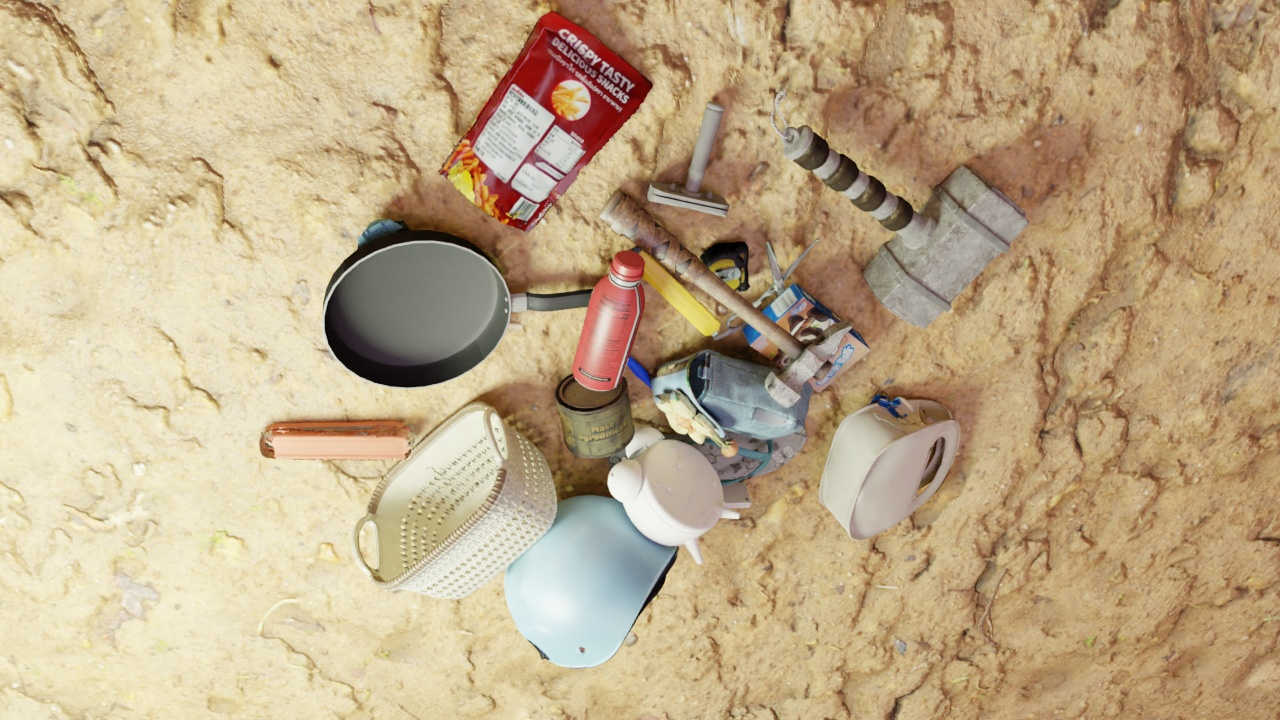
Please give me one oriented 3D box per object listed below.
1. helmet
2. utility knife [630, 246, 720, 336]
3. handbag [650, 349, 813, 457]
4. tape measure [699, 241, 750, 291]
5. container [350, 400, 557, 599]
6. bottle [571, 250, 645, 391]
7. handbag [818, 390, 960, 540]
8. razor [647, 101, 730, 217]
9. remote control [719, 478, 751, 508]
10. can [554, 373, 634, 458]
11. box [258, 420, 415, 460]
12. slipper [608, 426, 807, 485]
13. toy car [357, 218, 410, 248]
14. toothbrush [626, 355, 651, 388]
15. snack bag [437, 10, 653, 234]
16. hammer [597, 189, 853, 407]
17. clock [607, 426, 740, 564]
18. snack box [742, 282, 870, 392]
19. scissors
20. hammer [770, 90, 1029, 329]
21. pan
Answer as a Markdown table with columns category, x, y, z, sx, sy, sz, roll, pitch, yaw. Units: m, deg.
| category | x | y | z | sx | sy | sz | roll | pitch | yaw |
| --- | --- | --- | --- | --- | --- | --- | --- | --- | --- |
| helmet | -0.082 | 0.270 | 1.194 | 0.167 | 0.224 | 0.266 | 43 | 150 | -8 |
| utility knife | 0.039 | -0.079 | 1.077 | 0.151 | 0.017 | 0.031 | 43 | 123 | -16 |
| handbag | 0.108 | 0.057 | 1.124 | 0.191 | 0.118 | 0.122 | 19 | 165 | -23 |
| tape measure | 0.097 | -0.105 | 1.067 | 0.061 | 0.034 | 0.062 | -12 | 129 | -4 |
| container | -0.222 | 0.181 | 1.134 | 0.247 | 0.184 | 0.143 | -39 | 131 | 17 |
| bottle | -0.032 | -0.046 | 1.048 | 0.062 | 0.062 | 0.177 | 7 | 131 | -13 |
| handbag | 0.344 | 0.136 | 1.252 | 0.199 | 0.093 | 0.201 | -10 | 127 | -27 |
| razor | 0.065 | -0.219 | 0.985 | 0.088 | 0.047 | 0.116 | 9 | 115 | -15 |
| remote control | 0.080 | 0.183 | 1.253 | 0.135 | 0.050 | 0.011 | 0 | 124 | -9 |
| can | -0.055 | 0.063 | 1.126 | 0.090 | 0.089 | 0.075 | -10 | 126 | -2 |
| box | -0.374 | 0.102 | 1.131 | 0.186 | 0.056 | 0.059 | -1 | 156 | -7 |
| slipper | 0.093 | 0.135 | 1.223 | 0.269 | 0.054 | 0.098 | -7 | 127 | -2 |
| toy car | -0.265 | -0.115 | 1.010 | 0.060 | 0.027 | 0.108 | -28 | 136 | 4 |
| toothbrush | -0.007 | 0.007 | 1.143 | 0.016 | 0.018 | 0.182 | -35 | 119 | 13 |
| snack bag | -0.098 | -0.235 | 0.934 | 0.139 | 0.066 | 0.208 | 31 | 113 | -32 |
| hammer | 0.089 | -0.080 | 1.031 | 0.318 | 0.049 | 0.121 | 37 | 99 | -9 |
| clock | 0.043 | 0.159 | 1.137 | 0.161 | 0.125 | 0.073 | 40 | 132 | -9 |
| snack box | 0.205 | -0.025 | 1.124 | 0.087 | 0.034 | 0.151 | -43 | 131 | 20 |
| scissors | 0.152 | -0.079 | 1.087 | 0.175 | 0.014 | 0.141 | -39 | 137 | 15 |
| hammer | 0.257 | -0.179 | 1.014 | 0.326 | 0.079 | 0.177 | 29 | 116 | -25 |
| pan | -0.176 | -0.066 | 1.041 | 0.355 | 0.044 | 0.205 | -8 | 133 | -18 |
